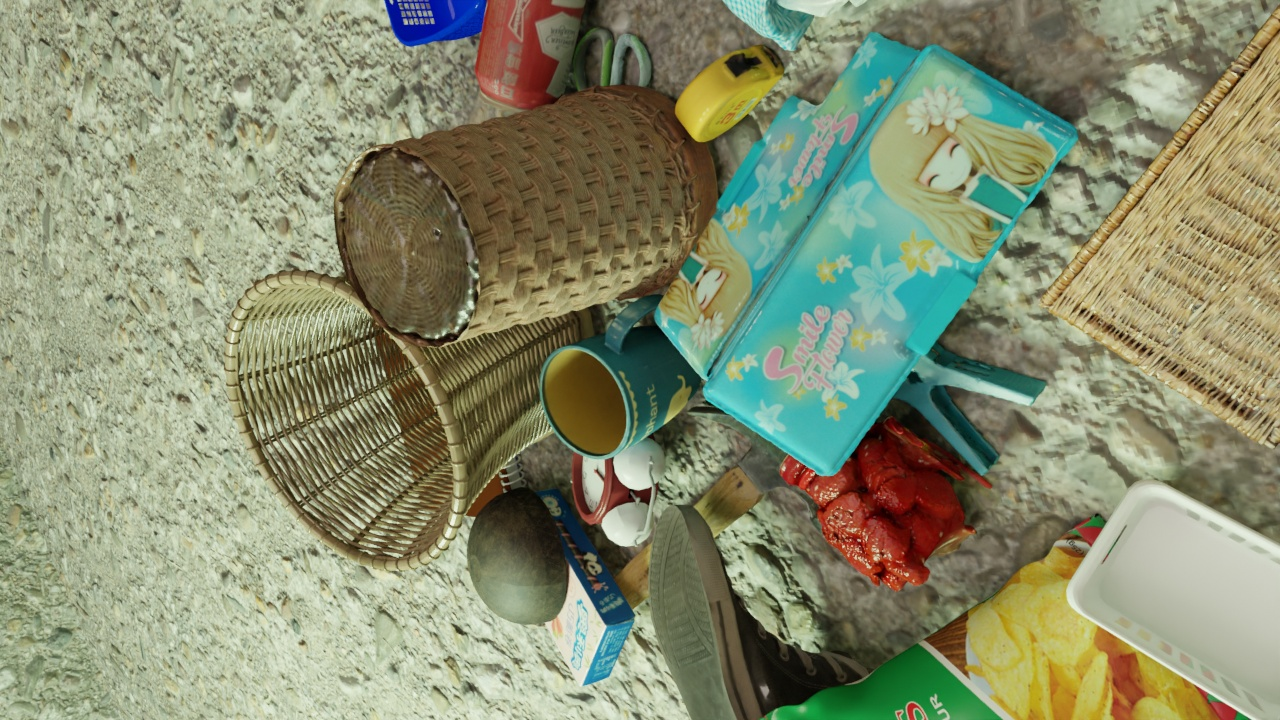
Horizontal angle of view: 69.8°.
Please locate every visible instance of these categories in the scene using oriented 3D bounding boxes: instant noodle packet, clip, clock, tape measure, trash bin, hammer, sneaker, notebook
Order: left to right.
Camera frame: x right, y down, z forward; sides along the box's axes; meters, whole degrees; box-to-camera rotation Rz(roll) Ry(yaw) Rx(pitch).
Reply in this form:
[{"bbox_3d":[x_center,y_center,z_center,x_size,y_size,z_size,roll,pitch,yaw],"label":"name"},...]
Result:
[{"bbox_3d":[-0.186,0.054,0.899,0.172,0.022,0.209,-1,106,43],"label":"notebook"},{"bbox_3d":[-0.067,-0.092,0.592,0.151,0.209,0.151,16,118,32],"label":"trash bin"},{"bbox_3d":[-0.017,0.091,0.718,0.124,0.044,0.087,-141,59,-62],"label":"clock"},{"bbox_3d":[0.027,0.151,0.746,0.132,0.033,0.332,50,132,12],"label":"hammer"},{"bbox_3d":[0.050,-0.167,0.580,0.030,0.058,0.068,55,133,9],"label":"tape measure"},{"bbox_3d":[0.091,0.206,0.657,0.234,0.119,0.095,64,147,18],"label":"sneaker"},{"bbox_3d":[0.173,0.022,0.573,0.127,0.028,0.113,44,128,18],"label":"clip"},{"bbox_3d":[0.220,0.242,0.543,0.253,0.090,0.195,-36,81,12],"label":"instant noodle packet"}]

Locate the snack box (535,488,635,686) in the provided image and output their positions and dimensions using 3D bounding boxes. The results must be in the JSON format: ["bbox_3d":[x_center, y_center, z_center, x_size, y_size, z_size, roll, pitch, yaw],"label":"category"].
[{"bbox_3d":[-0.064,0.198,0.812,0.154,0.033,0.088,51,135,38],"label":"snack box"}]

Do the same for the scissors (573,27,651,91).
[{"bbox_3d":[-0.030,-0.157,0.686,0.072,0.033,0.176,26,119,27],"label":"scissors"}]

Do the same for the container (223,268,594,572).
[{"bbox_3d":[-0.164,0.013,0.710,0.227,0.195,0.227,14,118,27],"label":"container"}]

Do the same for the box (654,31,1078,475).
[{"bbox_3d":[0.106,-0.072,0.529,0.181,0.073,0.227,41,108,29],"label":"box"}]

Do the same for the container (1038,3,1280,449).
[{"bbox_3d":[0.280,-0.076,0.379,0.113,0.113,0.199,40,130,16],"label":"container"}]

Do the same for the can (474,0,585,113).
[{"bbox_3d":[-0.070,-0.259,0.634,0.067,0.067,0.170,34,122,27],"label":"can"}]

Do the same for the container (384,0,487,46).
[{"bbox_3d":[-0.141,-0.295,0.694,0.114,0.058,0.096,-6,103,42],"label":"container"}]

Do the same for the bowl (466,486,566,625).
[{"bbox_3d":[-0.119,0.176,0.806,0.121,0.056,0.121,16,110,54],"label":"bowl"}]

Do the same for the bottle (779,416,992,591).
[{"bbox_3d":[0.154,0.083,0.573,0.111,0.098,0.099,50,132,23],"label":"bottle"}]

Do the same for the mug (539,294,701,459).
[{"bbox_3d":[-0.004,0.004,0.663,0.084,0.104,0.112,34,124,26],"label":"mug"}]

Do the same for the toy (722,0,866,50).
[{"bbox_3d":[0.046,-0.252,0.529,0.205,0.130,0.106,26,107,24],"label":"toy"}]

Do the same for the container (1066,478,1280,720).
[{"bbox_3d":[0.298,0.126,0.470,0.129,0.049,0.081,32,96,28],"label":"container"}]
